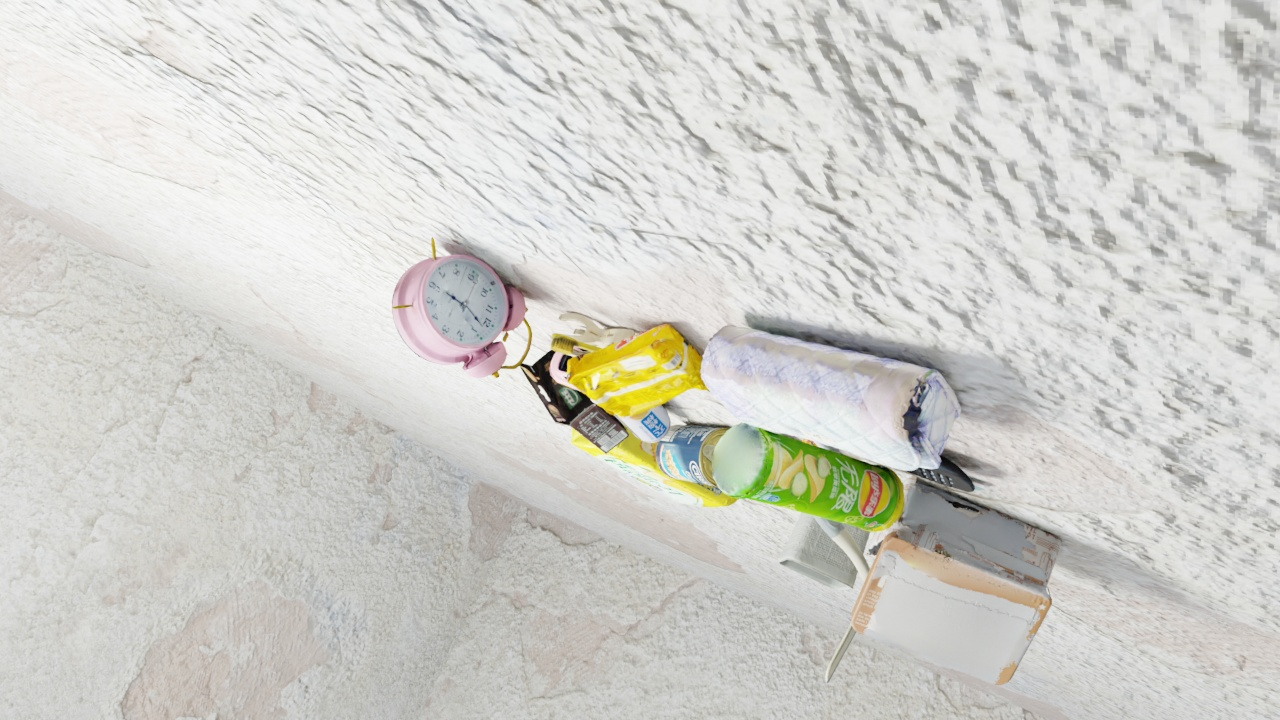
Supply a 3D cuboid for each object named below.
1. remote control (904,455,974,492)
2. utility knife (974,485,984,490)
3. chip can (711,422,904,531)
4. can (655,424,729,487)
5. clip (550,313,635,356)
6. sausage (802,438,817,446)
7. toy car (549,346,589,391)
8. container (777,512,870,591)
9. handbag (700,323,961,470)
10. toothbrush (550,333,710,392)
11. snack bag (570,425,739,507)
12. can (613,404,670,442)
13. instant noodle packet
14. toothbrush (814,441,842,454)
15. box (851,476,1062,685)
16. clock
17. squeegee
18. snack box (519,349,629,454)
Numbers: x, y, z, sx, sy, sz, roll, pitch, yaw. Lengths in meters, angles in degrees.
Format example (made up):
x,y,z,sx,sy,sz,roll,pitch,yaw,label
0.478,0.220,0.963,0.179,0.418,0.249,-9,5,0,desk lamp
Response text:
x,y,z,sx,sy,sz,roll,pitch,yaw,label
0.265,0.096,0.907,0.136,0.024,0.053,19,166,31,remote control
0.254,0.100,0.958,0.208,0.013,0.029,18,165,26,utility knife
0.167,0.118,0.906,0.221,0.072,0.073,19,171,-35,chip can
0.078,0.122,1.194,0.075,0.075,0.111,33,164,-26,can
-0.054,-0.029,0.984,0.105,0.034,0.083,1,152,48,clip
0.196,0.108,1.037,0.021,0.021,0.165,21,170,18,sausage
-0.052,0.015,1.085,0.122,0.056,0.037,19,170,22,toy car
0.248,0.229,1.202,0.090,0.114,0.090,25,165,4,container
0.160,0.033,0.770,0.194,0.075,0.134,13,163,37,handbag
-0.006,0.006,0.975,0.190,0.016,0.016,17,160,-18,toothbrush
0.025,0.146,1.368,0.246,0.068,0.158,32,163,-22,snack bag
-0.007,0.058,1.154,0.053,0.053,0.134,17,162,30,can
0.002,0.011,0.934,0.129,0.044,0.110,-20,144,26,instant noodle packet
0.185,0.075,0.946,0.189,0.021,0.029,45,-166,-41,toothbrush
0.340,0.250,1.007,0.182,0.178,0.153,23,166,12,box
-0.184,-0.047,0.981,0.158,0.117,0.060,36,150,-29,clock
0.234,0.209,1.093,0.039,0.245,0.246,-9,122,52,squeegee
-0.083,0.049,1.160,0.113,0.053,0.125,53,-178,35,snack box
